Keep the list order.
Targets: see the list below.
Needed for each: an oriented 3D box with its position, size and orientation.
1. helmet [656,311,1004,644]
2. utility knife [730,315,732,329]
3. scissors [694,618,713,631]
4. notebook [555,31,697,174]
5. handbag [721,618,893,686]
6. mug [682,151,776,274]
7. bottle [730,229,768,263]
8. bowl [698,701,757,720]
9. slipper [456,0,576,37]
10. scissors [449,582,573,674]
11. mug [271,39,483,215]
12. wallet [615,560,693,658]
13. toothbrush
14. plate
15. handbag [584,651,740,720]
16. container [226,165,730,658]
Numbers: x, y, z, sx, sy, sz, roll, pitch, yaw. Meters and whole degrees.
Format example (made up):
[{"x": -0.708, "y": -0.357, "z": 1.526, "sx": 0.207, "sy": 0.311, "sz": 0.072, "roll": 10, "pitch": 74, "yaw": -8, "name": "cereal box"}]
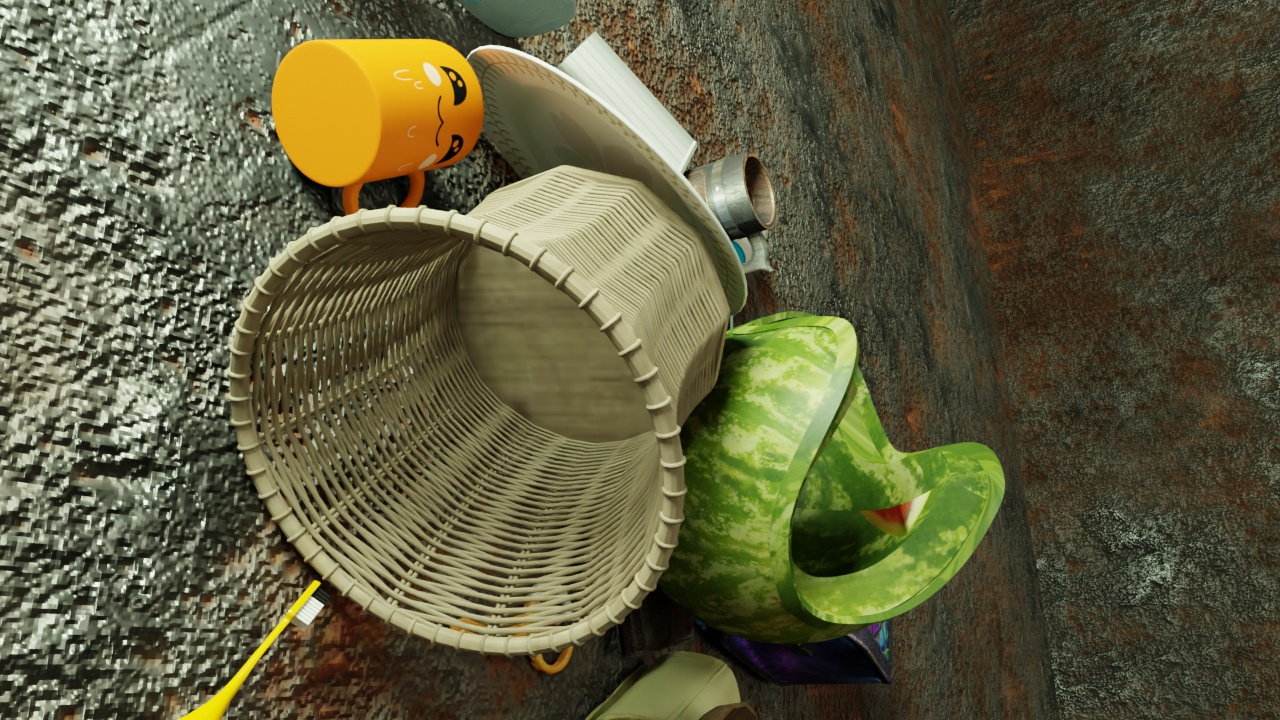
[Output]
[{"x": 0.103, "y": 0.084, "z": 0.678, "sx": 0.213, "sy": 0.247, "sz": 0.243, "roll": 35, "pitch": 89, "yaw": -23, "name": "helmet"}, {"x": 0.094, "y": 0.008, "z": 0.964, "sx": 0.022, "sy": 0.015, "sz": 0.180, "roll": 42, "pitch": 43, "yaw": -50, "name": "utility knife"}, {"x": 0.075, "y": 0.214, "z": 0.855, "sx": 0.137, "sy": 0.011, "sz": 0.134, "roll": -47, "pitch": 122, "yaw": -59, "name": "scissors"}, {"x": -0.020, "y": -0.198, "z": 0.785, "sx": 0.142, "sy": 0.009, "sz": 0.209, "roll": 45, "pitch": 34, "yaw": -15, "name": "notebook"}, {"x": 0.156, "y": 0.187, "z": 0.872, "sx": 0.222, "sy": 0.126, "sz": 0.204, "roll": 55, "pitch": 35, "yaw": -40, "name": "handbag"}, {"x": 0.070, "y": -0.130, "z": 0.878, "sx": 0.079, "sy": 0.107, "sz": 0.116, "roll": -18, "pitch": 95, "yaw": -60, "name": "mug"}, {"x": 0.096, "y": -0.118, "z": 0.976, "sx": 0.051, "sy": 0.051, "sz": 0.145, "roll": 66, "pitch": 32, "yaw": -19, "name": "bottle"}, {"x": 0.044, "y": 0.281, "z": 0.598, "sx": 0.117, "sy": 0.030, "sz": 0.118, "roll": -6, "pitch": 97, "yaw": -59, "name": "bowl"}, {"x": -0.128, "y": -0.294, "z": 0.613, "sx": 0.268, "sy": 0.098, "sz": 0.054, "roll": 8, "pitch": 73, "yaw": -60, "name": "slipper"}, {"x": -0.082, "y": 0.172, "z": 0.600, "sx": 0.128, "sy": 0.013, "sz": 0.064, "roll": 27, "pitch": 56, "yaw": -55, "name": "scissors"}, {"x": -0.154, "y": -0.131, "z": 0.544, "sx": 0.095, "sy": 0.078, "sz": 0.113, "roll": -35, "pitch": 140, "yaw": -58, "name": "mug"}, {"x": 0.009, "y": 0.183, "z": 0.738, "sx": 0.120, "sy": 0.031, "sz": 0.099, "roll": 19, "pitch": 62, "yaw": -63, "name": "wallet"}, {"x": -0.196, "y": 0.166, "z": 0.391, "sx": 0.031, "sy": 0.031, "sz": 0.196, "roll": 36, "pitch": 38, "yaw": -4, "name": "toothbrush"}, {"x": -0.022, "y": -0.117, "z": 0.617, "sx": 0.016, "sy": 0.243, "sz": 0.242, "roll": -49, "pitch": 130, "yaw": -12, "name": "plate"}, {"x": 0.018, "y": 0.287, "z": 0.668, "sx": 0.119, "sy": 0.081, "sz": 0.111, "roll": -14, "pitch": 99, "yaw": -62, "name": "handbag"}, {"x": -0.062, "y": 0.007, "z": 0.500, "sx": 0.227, "sy": 0.227, "sz": 0.195, "roll": 68, "pitch": 24, "yaw": -16, "name": "container"}]
